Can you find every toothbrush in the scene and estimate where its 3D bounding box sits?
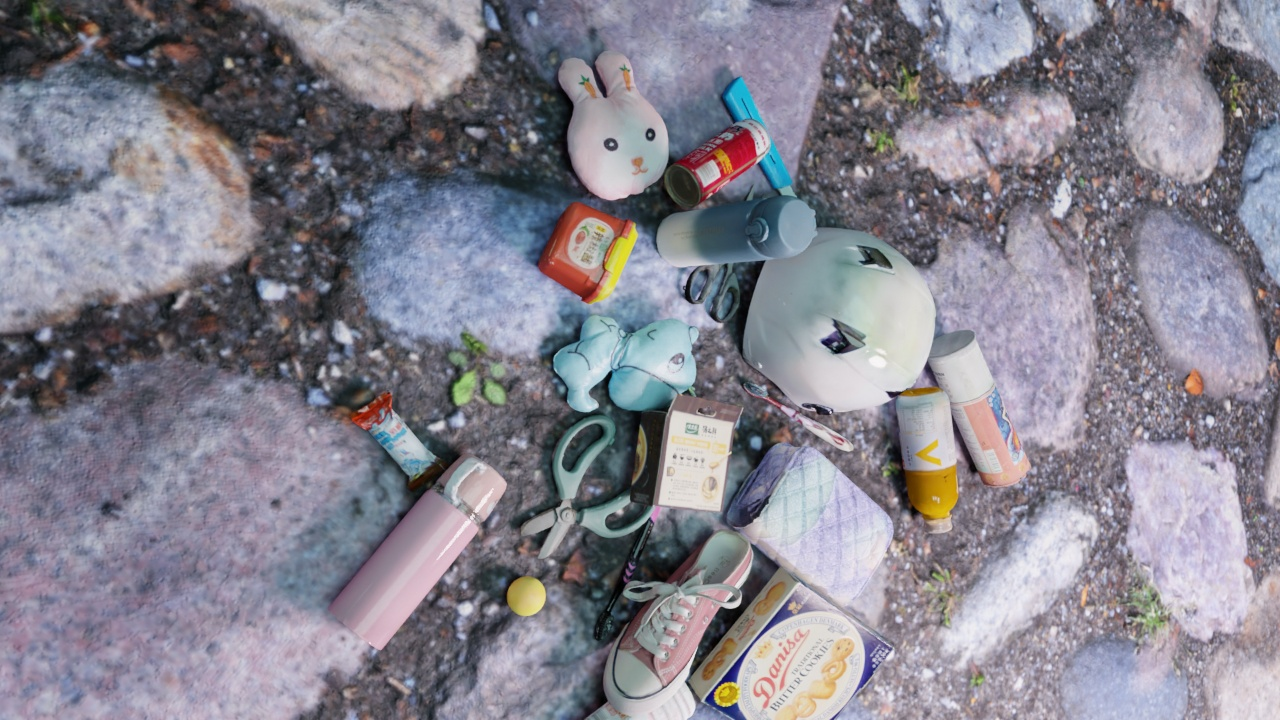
[{"bbox_3d":[0.200,0.071,1.141,0.187,0.017,0.016,30,78,-24],"label":"toothbrush"},{"bbox_3d":[-0.007,0.227,1.035,0.014,0.018,0.189,31,75,-23],"label":"toothbrush"}]

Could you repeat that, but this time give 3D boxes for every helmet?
[{"bbox_3d":[0.263,-0.047,1.099,0.258,0.146,0.228,29,78,-25],"label":"helmet"}]

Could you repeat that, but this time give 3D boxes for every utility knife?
[{"bbox_3d":[0.157,-0.245,1.114,0.034,0.018,0.205,-40,109,-22],"label":"utility knife"}]

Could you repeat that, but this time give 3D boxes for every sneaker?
[{"bbox_3d":[0.041,0.272,1.004,0.240,0.118,0.088,-47,149,-25],"label":"sneaker"}]

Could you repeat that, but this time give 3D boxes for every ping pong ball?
[{"bbox_3d":[-0.120,0.247,0.961,0.040,0.040,0.040,0,91,-28],"label":"ping pong ball"}]

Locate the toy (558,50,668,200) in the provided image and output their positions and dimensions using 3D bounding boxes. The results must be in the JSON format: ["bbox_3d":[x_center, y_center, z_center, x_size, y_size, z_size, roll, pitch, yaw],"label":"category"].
[{"bbox_3d":[-0.032,-0.256,0.996,0.121,0.054,0.159,-23,97,-27],"label":"toy"}]

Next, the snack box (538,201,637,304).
[{"bbox_3d":[-0.058,-0.115,0.972,0.080,0.082,0.091,26,78,-12],"label":"snack box"}]

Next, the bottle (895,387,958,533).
[{"bbox_3d":[0.380,0.132,1.208,0.067,0.068,0.189,-12,96,-27],"label":"bottle"}]

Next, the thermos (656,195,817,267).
[{"bbox_3d":[0.096,-0.135,0.969,0.070,0.221,0.070,-2,93,-28],"label":"thermos"}]

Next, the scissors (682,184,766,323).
[{"bbox_3d":[0.113,-0.124,1.097,0.170,0.014,0.150,-28,104,-29],"label":"scissors"}]

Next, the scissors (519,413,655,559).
[{"bbox_3d":[-0.063,0.133,1.003,0.174,0.019,0.176,-16,99,-26],"label":"scissors"}]

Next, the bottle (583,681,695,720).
[{"bbox_3d":[-0.035,0.410,0.996,0.196,0.068,0.068,-30,104,-21],"label":"bottle"}]

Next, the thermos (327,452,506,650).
[{"bbox_3d":[-0.213,0.178,0.888,0.067,0.087,0.198,35,73,14],"label":"thermos"}]

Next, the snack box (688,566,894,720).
[{"bbox_3d":[0.180,0.362,1.090,0.182,0.046,0.178,37,93,-24],"label":"snack box"}]

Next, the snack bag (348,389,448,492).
[{"bbox_3d":[-0.237,0.080,0.906,0.048,0.026,0.104,-36,106,-10],"label":"snack bag"}]

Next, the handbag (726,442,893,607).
[{"bbox_3d":[0.208,0.198,1.115,0.194,0.076,0.134,42,72,-20],"label":"handbag"}]

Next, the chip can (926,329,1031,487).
[{"bbox_3d":[0.458,0.068,1.247,0.071,0.071,0.215,-35,107,-23],"label":"chip can"}]

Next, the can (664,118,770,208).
[{"bbox_3d":[0.090,-0.228,1.050,0.132,0.053,0.053,-39,108,-30],"label":"can"}]

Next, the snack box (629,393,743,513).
[{"bbox_3d":[0.052,0.105,1.030,0.113,0.053,0.125,14,82,-42],"label":"snack box"}]

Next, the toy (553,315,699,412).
[{"bbox_3d":[-0.006,0.006,1.014,0.156,0.050,0.161,43,81,-22],"label":"toy"}]
